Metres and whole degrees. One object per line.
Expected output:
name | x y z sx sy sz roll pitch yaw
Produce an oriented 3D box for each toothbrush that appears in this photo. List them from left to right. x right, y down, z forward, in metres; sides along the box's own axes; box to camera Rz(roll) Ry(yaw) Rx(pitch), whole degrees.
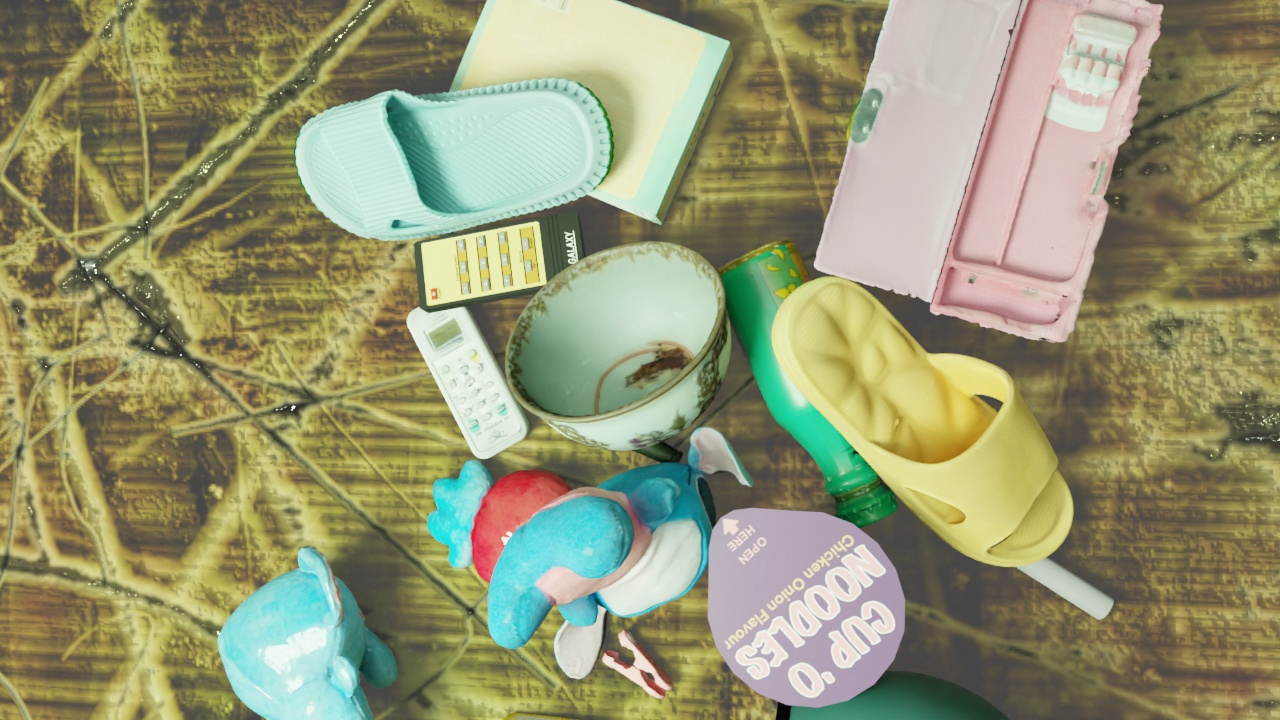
toothbrush | 0.251 0.126 0.664 0.188 0.019 0.018 33 76 9

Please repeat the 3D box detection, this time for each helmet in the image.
helmet | 0.179 0.343 0.590 0.200 0.176 0.275 6 92 12

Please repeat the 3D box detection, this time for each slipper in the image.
slipper | -0.153 -0.148 0.688 0.277 0.069 0.116 -4 112 21
slipper | 0.200 0.043 0.609 0.263 0.078 0.099 42 73 -8

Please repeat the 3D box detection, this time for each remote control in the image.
remote control | -0.136 0.011 0.730 0.050 0.022 0.133 -29 84 8
remote control | -0.109 -0.076 0.713 0.133 0.013 0.058 -10 79 7

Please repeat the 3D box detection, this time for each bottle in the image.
bottle | -0.024 0.048 0.705 0.123 0.033 0.033 28 92 9
bottle | 0.123 0.019 0.664 0.068 0.068 0.209 -25 84 7

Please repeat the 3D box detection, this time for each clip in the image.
clip | -0.006 0.237 0.702 0.045 0.023 0.059 -30 82 12

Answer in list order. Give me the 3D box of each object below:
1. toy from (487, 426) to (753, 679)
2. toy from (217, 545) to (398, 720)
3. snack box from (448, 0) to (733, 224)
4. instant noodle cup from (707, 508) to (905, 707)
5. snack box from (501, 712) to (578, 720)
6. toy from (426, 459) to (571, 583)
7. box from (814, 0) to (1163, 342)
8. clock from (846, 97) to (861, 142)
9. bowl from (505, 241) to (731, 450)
toy | -0.024 0.136 0.627 0.099 0.191 0.224 47 113 22
toy | -0.239 0.240 0.699 0.180 0.114 0.184 44 118 26
snack box | -0.045 -0.208 0.712 0.193 0.044 0.141 24 93 10
instant noodle cup | 0.107 0.152 0.634 0.122 0.122 0.137 -44 82 5
snack box | -0.070 0.351 0.698 0.075 0.025 0.152 -2 87 21
toy | -0.107 0.125 0.706 0.133 0.062 0.092 9 74 27
box | 0.226 -0.144 0.606 0.179 0.040 0.232 18 90 2
clock | 0.227 -0.150 0.658 0.162 0.060 0.118 33 93 10
bowl | -0.004 0.004 0.648 0.160 0.094 0.159 -15 46 15
